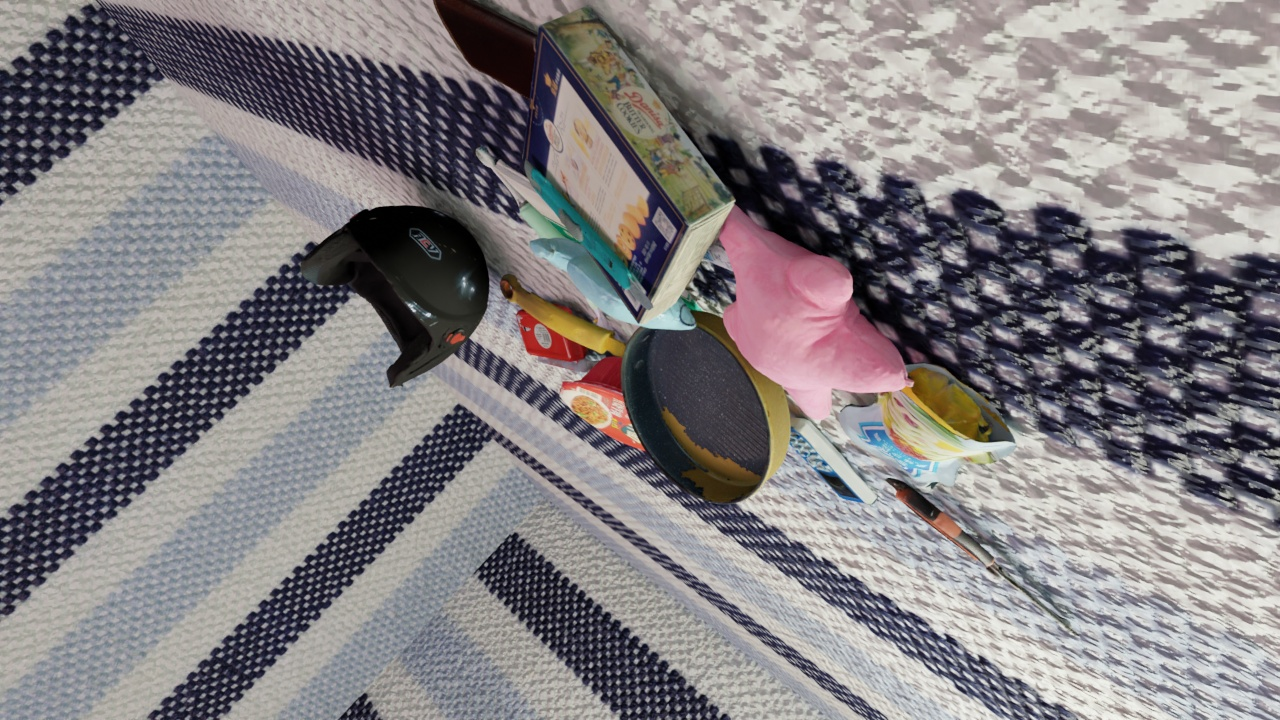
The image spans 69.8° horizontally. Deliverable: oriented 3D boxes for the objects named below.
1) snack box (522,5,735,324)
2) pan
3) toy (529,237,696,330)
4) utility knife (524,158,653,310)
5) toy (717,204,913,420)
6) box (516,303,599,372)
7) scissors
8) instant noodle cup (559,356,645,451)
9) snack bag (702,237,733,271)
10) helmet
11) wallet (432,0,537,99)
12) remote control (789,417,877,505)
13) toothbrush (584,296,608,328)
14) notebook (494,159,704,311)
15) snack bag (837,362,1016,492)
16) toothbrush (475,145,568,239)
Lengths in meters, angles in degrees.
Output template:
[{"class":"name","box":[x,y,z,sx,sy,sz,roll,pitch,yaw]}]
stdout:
[{"class":"snack box","box":[-0.019,-0.139,0.696,0.182,0.045,0.178,56,161,9]},{"class":"pan","box":[-0.006,0.005,0.931,0.357,0.078,0.198,40,136,27]},{"class":"toy","box":[-0.026,-0.071,0.838,0.161,0.050,0.156,22,-164,-16]},{"class":"utility knife","box":[-0.043,-0.099,0.726,0.179,0.013,0.029,49,159,26]},{"class":"toy","box":[0.125,-0.020,0.685,0.178,0.074,0.195,37,158,31]},{"class":"box","box":[-0.105,-0.017,1.316,0.154,0.073,0.201,46,165,-20]},{"class":"scissors","box":[0.315,0.180,0.853,0.207,0.015,0.192,39,-179,-41]},{"class":"instant noodle cup","box":[-0.008,0.054,1.195,0.194,0.065,0.194,23,160,8]},{"class":"snack bag","box":[0.063,-0.094,0.748,0.104,0.026,0.048,29,154,44]},{"class":"helmet","box":[-0.329,-0.112,1.313,0.233,0.229,0.275,50,157,1]},{"class":"wallet","box":[-0.115,-0.258,0.773,0.122,0.020,0.096,35,168,24]},{"class":"remote control","box":[0.193,0.104,0.956,0.125,0.024,0.049,46,165,-15]},{"class":"toothbrush","box":[-0.080,-0.101,1.108,0.021,0.029,0.189,-9,138,18]},{"class":"notebook","box":[-0.038,-0.118,0.904,0.209,0.012,0.150,34,177,31]},{"class":"snack bag","box":[0.222,0.059,0.743,0.110,0.038,0.191,30,164,7]},{"class":"toothbrush","box":[-0.106,-0.149,1.025,0.224,0.027,0.027,48,-152,-19]}]
